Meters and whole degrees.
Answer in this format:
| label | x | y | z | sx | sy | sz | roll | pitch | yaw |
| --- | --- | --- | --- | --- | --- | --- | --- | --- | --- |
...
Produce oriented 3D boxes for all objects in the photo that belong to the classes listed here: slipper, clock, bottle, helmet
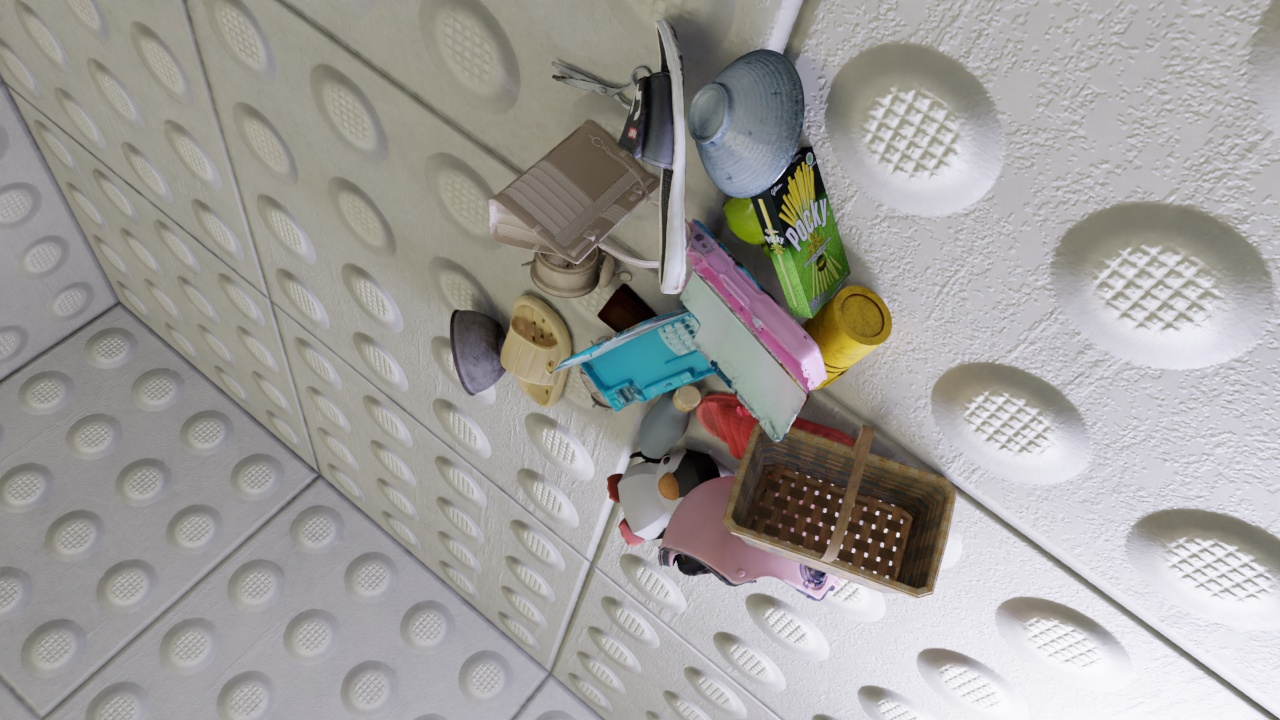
| label | x | y | z | sx | sy | sz | roll | pitch | yaw |
| --- | --- | --- | --- | --- | --- | --- | --- | --- | --- |
| slipper | 0.173 | 0.113 | 1.211 | 0.249 | 0.059 | 0.104 | 16 | 139 | 36 |
| clock | -0.048 | 0.035 | 1.372 | 0.103 | 0.061 | 0.157 | 36 | 146 | 14 |
| clock | -0.078 | -0.127 | 1.201 | 0.141 | 0.092 | 0.055 | 13 | 138 | 2 |
| bottle | 0.202 | -0.013 | 1.011 | 0.071 | 0.070 | 0.164 | 43 | 149 | 2 |
| bottle | 0.042 | 0.081 | 1.312 | 0.046 | 0.072 | 0.162 | 13 | 151 | -12 |
| helmet | 0.159 | 0.241 | 1.264 | 0.255 | 0.152 | 0.230 | 18 | 166 | -19 |
| slipper | -0.173 | 0.007 | 1.472 | 0.111 | 0.079 | 0.262 | 31 | 148 | 15 |
| slipper | 0.012 | -0.196 | 0.900 | 0.111 | 0.063 | 0.264 | -103 | 8 | -75 |

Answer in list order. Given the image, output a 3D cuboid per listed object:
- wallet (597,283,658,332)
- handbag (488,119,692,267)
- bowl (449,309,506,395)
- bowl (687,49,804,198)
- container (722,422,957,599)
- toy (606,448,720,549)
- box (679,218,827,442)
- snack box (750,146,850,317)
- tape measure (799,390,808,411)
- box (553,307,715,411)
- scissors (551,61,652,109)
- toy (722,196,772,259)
| label | x | y | z | sx | sy | sz | roll | pitch | yaw |
| --- | --- | --- | --- | --- | --- | --- | --- | --- | --- |
| wallet | -0.001 | -0.045 | 1.265 | 0.115 | 0.018 | 0.092 | 43 | 149 | -1 |
| handbag | -0.035 | -0.161 | 1.013 | 0.198 | 0.175 | 0.062 | 31 | 145 | 16 |
| bowl | -0.259 | -0.019 | 1.514 | 0.067 | 0.144 | 0.145 | -10 | 132 | 5 |
| bowl | 0.081 | -0.221 | 0.842 | 0.137 | 0.057 | 0.137 | -4 | 85 | 53 |
| container | 0.232 | 0.168 | 1.066 | 0.250 | 0.157 | 0.187 | 18 | 157 | 9 |
| toy | 0.060 | 0.197 | 1.410 | 0.185 | 0.139 | 0.159 | -36 | 68 | 49 |
| box | 0.118 | -0.038 | 1.020 | 0.230 | 0.062 | 0.161 | 52 | 155 | 34 |
| snack box | 0.161 | -0.126 | 0.912 | 0.025 | 0.080 | 0.148 | 9 | 135 | 44 |
| tape measure | 0.177 | 0.031 | 1.129 | 0.058 | 0.038 | 0.059 | 24 | 158 | 31 |
| box | -0.006 | -0.013 | 1.203 | 0.170 | 0.085 | 0.228 | 25 | 146 | -35 |
| scissors | -0.030 | -0.286 | 1.008 | 0.162 | 0.014 | 0.118 | 4 | 131 | 44 |
| toy | 0.131 | -0.143 | 0.973 | 0.093 | 0.036 | 0.094 | 25 | 151 | 21 |
